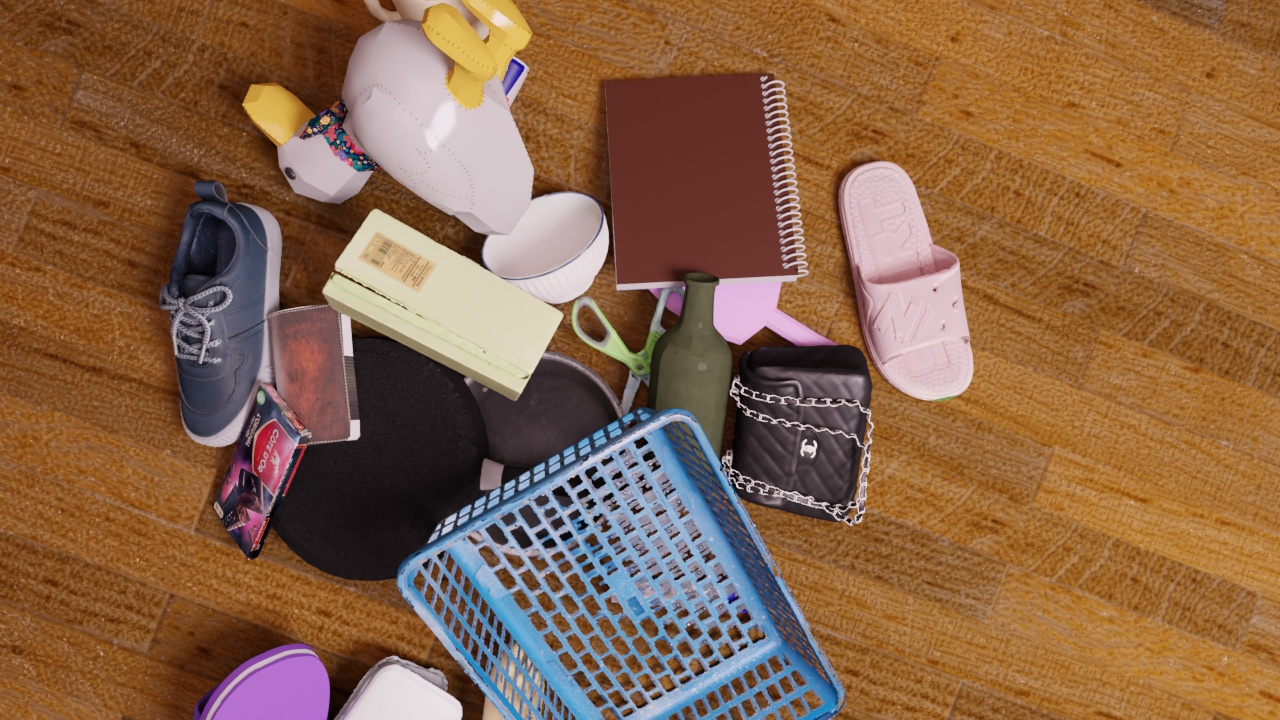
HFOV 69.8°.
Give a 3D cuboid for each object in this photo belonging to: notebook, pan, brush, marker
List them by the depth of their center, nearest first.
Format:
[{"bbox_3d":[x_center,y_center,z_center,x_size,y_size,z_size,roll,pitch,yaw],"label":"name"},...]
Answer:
[{"bbox_3d":[-0.185,0.096,0.826,0.357,0.034,0.225,6,89,12],"label":"pan"},{"bbox_3d":[0.058,-0.169,0.846,0.171,0.022,0.209,-3,72,-2],"label":"notebook"},{"bbox_3d":[-0.146,0.015,0.857,0.187,0.055,0.356,-34,79,4],"label":"pan"},{"bbox_3d":[0.110,-0.047,0.869,0.228,0.043,0.089,32,89,-2],"label":"brush"},{"bbox_3d":[0.039,0.224,0.881,0.133,0.023,0.027,3,112,-2],"label":"marker"}]

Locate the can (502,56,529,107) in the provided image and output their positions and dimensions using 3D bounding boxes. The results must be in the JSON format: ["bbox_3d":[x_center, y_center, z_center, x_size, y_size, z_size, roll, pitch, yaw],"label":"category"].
[{"bbox_3d":[-0.140,-0.241,0.863,0.032,0.032,0.095,28,90,-2],"label":"can"}]

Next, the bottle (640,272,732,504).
[{"bbox_3d":[0.043,0.024,0.821,0.071,0.071,0.207,4,112,-2],"label":"bottle"}]

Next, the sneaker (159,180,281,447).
[{"bbox_3d":[-0.382,-0.038,0.822,0.089,0.087,0.235,5,89,14],"label":"sneaker"}]

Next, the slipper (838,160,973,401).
[{"bbox_3d":[0.251,-0.075,0.865,0.094,0.064,0.239,-17,90,-2],"label":"slipper"}]

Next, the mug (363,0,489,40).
[{"bbox_3d":[-0.186,-0.330,0.825,0.120,0.100,0.096,-15,77,-4],"label":"mug"}]

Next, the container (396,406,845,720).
[{"bbox_3d":[-0.006,0.219,0.789,0.257,0.089,0.362,-29,116,-1],"label":"container"}]

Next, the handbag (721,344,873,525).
[{"bbox_3d":[0.138,0.071,0.821,0.125,0.114,0.154,6,118,6],"label":"handbag"}]

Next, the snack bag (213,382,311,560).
[{"bbox_3d":[-0.343,0.101,0.827,0.074,0.018,0.155,42,115,26],"label":"snack bag"}]

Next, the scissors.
[{"bbox_3d":[0.005,0.002,0.854,0.160,0.024,0.171,-37,109,7],"label":"scissors"}]

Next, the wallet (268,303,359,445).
[{"bbox_3d":[-0.293,0.013,0.822,0.072,0.019,0.123,-8,86,11],"label":"wallet"}]

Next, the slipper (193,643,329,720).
[{"bbox_3d":[-0.357,0.365,0.835,0.107,0.084,0.267,-4,112,-40],"label":"slipper"}]

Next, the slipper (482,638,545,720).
[{"bbox_3d":[-0.145,0.380,0.845,0.079,0.111,0.261,8,86,19],"label":"slipper"}]

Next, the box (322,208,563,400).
[{"bbox_3d":[-0.173,-0.036,0.797,0.188,0.084,0.091,31,60,-6],"label":"box"}]

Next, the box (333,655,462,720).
[{"bbox_3d":[-0.250,0.372,0.814,0.083,0.122,0.215,30,85,42],"label":"box"}]

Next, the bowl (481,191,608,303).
[{"bbox_3d":[-0.080,-0.094,0.842,0.118,0.118,0.062,-27,133,-2],"label":"bowl"}]

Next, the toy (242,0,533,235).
[{"bbox_3d":[-0.200,-0.200,0.790,0.246,0.140,0.268,43,129,-16],"label":"toy"}]
